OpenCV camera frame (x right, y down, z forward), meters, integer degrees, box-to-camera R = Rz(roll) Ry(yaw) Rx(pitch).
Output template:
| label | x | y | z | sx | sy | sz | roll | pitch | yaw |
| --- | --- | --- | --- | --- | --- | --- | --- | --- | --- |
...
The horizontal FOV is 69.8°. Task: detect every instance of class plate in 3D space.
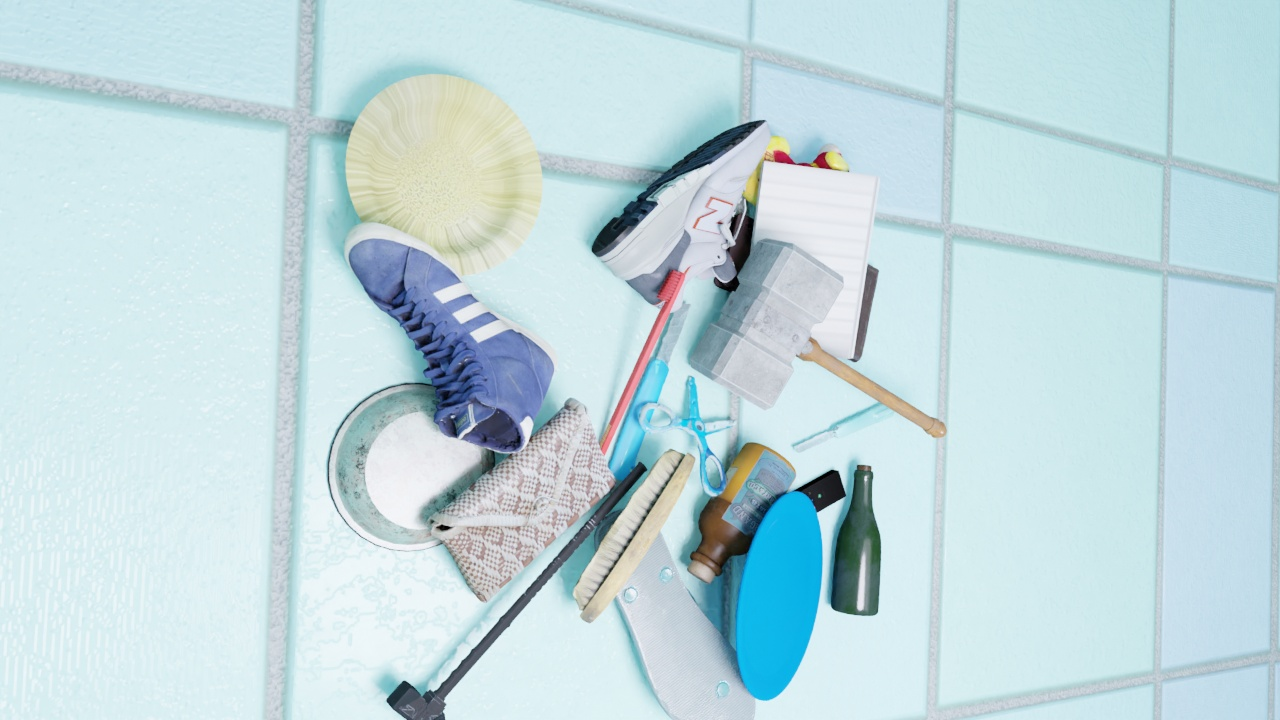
| label | x | y | z | sx | sy | sz | roll | pitch | yaw |
| --- | --- | --- | --- | --- | --- | --- | --- | --- | --- |
| plate | 0.147 | 0.253 | 1.002 | 0.223 | 0.024 | 0.224 | -12 | 104 | -57 |
| plate | -0.184 | -0.170 | 0.860 | 0.184 | 0.036 | 0.184 | 0 | 90 | -28 |

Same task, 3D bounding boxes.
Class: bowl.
| label | x | y | z | sx | sy | sz | roll | pitch | yaw |
| --- | --- | --- | --- | --- | --- | --- | --- | --- | --- |
| bowl | -0.203 | 0.099 | 0.845 | 0.157 | 0.039 | 0.157 | 0 | 89 | -29 |

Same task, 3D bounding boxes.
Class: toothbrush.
| label | x | y | z | sx | sy | sz | roll | pitch | yaw |
| --- | --- | --- | --- | --- | --- | --- | --- | --- | --- |
| toothbrush | -0.006 | 0.005 | 0.936 | 0.018 | 0.012 | 0.212 | 21 | 97 | -27 |

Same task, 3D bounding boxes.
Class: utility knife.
| label | x | y | z | sx | sy | sz | roll | pitch | yaw |
| --- | --- | --- | --- | --- | --- | --- | --- | --- | --- |
| utility knife | 0.010 | 0.037 | 0.976 | 0.031 | 0.015 | 0.221 | 28 | 79 | -30 |
| utility knife | 0.249 | 0.081 | 1.105 | 0.165 | 0.015 | 0.022 | -19 | 98 | -29 |

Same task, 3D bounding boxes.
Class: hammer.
| label | x | y | z | sx | sy | sz | roll | pitch | yaw |
| --- | --- | --- | --- | --- | --- | --- | --- | --- | --- |
| hammer | -0.099 | 0.224 | 0.890 | 0.324 | 0.015 | 0.095 | -47 | 130 | -19 |
| hammer | 0.229 | 0.014 | 1.023 | 0.317 | 0.083 | 0.163 | 29 | 92 | -21 |

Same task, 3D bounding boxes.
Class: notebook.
| label | x | y | z | sx | sy | sz | roll | pitch | yaw |
| --- | --- | --- | --- | --- | --- | --- | --- | --- | --- |
| notebook | 0.190 | -0.109 | 1.034 | 0.142 | 0.009 | 0.210 | 4 | 100 | -16 |

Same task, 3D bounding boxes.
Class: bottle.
| label | x | y | z | sx | sy | sz | roll | pitch | yaw |
| --- | --- | --- | --- | --- | --- | --- | --- | --- | --- |
| bottle | 0.103 | 0.169 | 0.995 | 0.068 | 0.068 | 0.156 | 42 | 71 | -22 |
| bottle | 0.260 | 0.211 | 1.088 | 0.055 | 0.055 | 0.174 | 8 | 84 | -28 |

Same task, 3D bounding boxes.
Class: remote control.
| label | x | y | z | sx | sy | sz | roll | pitch | yaw |
| --- | --- | --- | --- | --- | --- | --- | --- | --- | --- |
| remote control | 0.178 | 0.172 | 1.067 | 0.149 | 0.013 | 0.034 | -23 | 100 | -27 |

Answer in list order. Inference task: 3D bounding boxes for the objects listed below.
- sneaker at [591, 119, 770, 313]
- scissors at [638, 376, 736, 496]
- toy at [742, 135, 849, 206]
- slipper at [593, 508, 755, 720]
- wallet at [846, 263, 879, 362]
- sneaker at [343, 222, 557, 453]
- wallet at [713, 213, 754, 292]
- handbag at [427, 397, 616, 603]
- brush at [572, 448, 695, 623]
| label | x | y | z | sx | sy | sz | roll | pitch | yaw |
| --- | --- | --- | --- | --- | --- | --- | --- | --- | --- |
| sneaker | 0.067 | -0.144 | 0.977 | 0.239 | 0.089 | 0.124 | -40 | 112 | -14 |
| scissors | 0.057 | 0.082 | 0.981 | 0.133 | 0.011 | 0.139 | -4 | 72 | -40 |
| toy | 0.178 | -0.205 | 1.046 | 0.137 | 0.067 | 0.105 | -8 | 93 | -21 |
| slipper | 0.025 | 0.282 | 0.969 | 0.098 | 0.055 | 0.269 | -31 | 93 | -23 |
| wallet | 0.237 | -0.070 | 1.094 | 0.099 | 0.031 | 0.120 | 22 | 78 | -30 |
| sneaker | -0.178 | -0.005 | 0.810 | 0.233 | 0.092 | 0.118 | 39 | 41 | -31 |
| wallet | 0.142 | -0.106 | 1.050 | 0.115 | 0.018 | 0.091 | 20 | 80 | -29 |
| handbag | -0.104 | 0.134 | 0.870 | 0.185 | 0.047 | 0.124 | -40 | 139 | -23 |
| brush | -0.007 | 0.172 | 0.918 | 0.043 | 0.059 | 0.195 | 33 | 80 | 6 |
